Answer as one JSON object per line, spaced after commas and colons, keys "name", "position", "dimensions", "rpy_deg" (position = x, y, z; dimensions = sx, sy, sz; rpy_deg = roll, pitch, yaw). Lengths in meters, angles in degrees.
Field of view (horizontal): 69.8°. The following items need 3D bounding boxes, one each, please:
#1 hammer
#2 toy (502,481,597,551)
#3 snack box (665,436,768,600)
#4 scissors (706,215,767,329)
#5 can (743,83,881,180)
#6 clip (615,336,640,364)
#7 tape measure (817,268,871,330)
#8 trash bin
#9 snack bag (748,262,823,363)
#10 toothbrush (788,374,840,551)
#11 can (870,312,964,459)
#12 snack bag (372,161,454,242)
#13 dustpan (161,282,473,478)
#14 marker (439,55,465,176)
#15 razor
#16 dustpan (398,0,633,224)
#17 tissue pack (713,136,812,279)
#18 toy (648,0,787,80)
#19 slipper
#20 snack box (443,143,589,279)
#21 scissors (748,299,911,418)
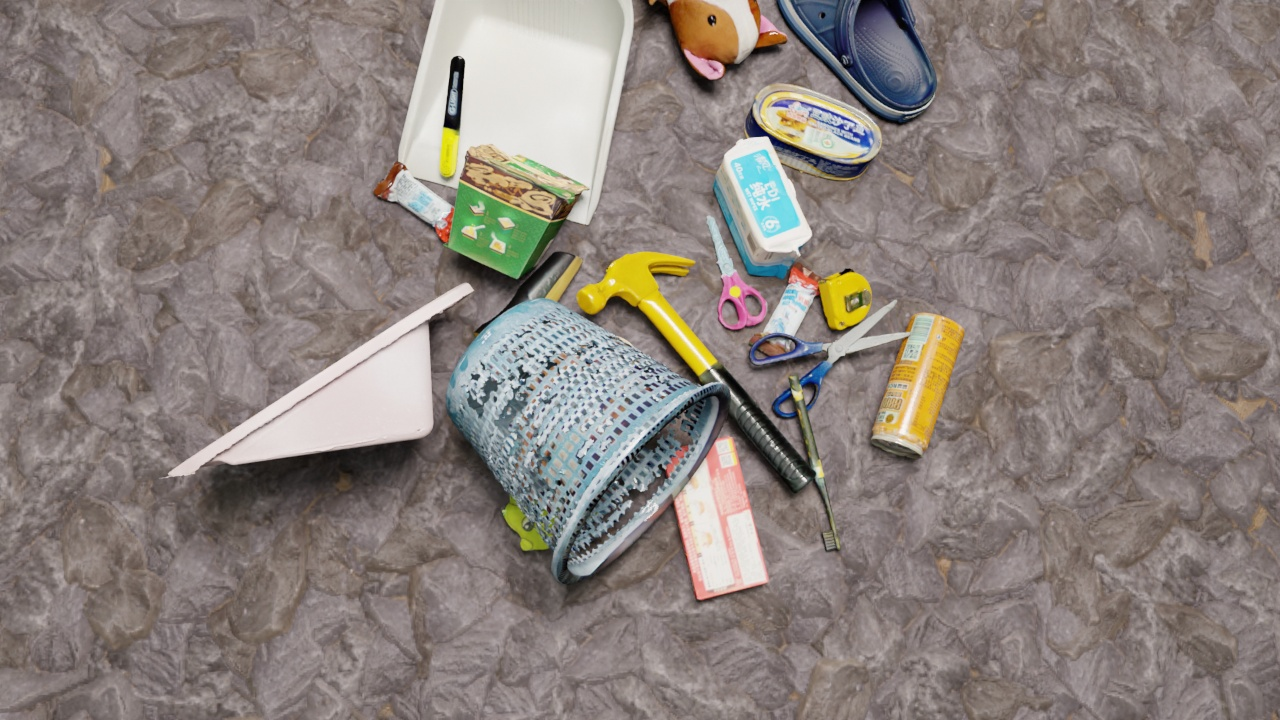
{"name": "hammer", "position": [0.072, 0.010, 0.941], "dimensions": [0.128, 0.033, 0.300], "rpy_deg": [-37, 84, -29]}
{"name": "toy", "position": [-0.089, 0.141, 0.923], "dimensions": [0.100, 0.031, 0.096], "rpy_deg": [-1, 75, -8]}
{"name": "snack box", "position": [0.075, 0.159, 0.934], "dimensions": [0.075, 0.025, 0.152], "rpy_deg": [-13, 80, -5]}
{"name": "scissors", "position": [0.095, -0.097, 0.991], "dimensions": [0.054, 0.017, 0.133], "rpy_deg": [-20, 77, 9]}
{"name": "can", "position": [0.189, -0.251, 1.010], "dimensions": [0.148, 0.049, 0.074], "rpy_deg": [21, 78, 0]}
{"name": "clip", "position": [-0.006, 0.000, 0.955], "dimensions": [0.102, 0.035, 0.094], "rpy_deg": [-5, 81, -10]}
{"name": "tape measure", "position": [0.221, -0.066, 0.975], "dimensions": [0.057, 0.029, 0.060], "rpy_deg": [-23, 109, -24]}
{"name": "trash bin", "position": [-0.061, 0.055, 0.841], "dimensions": [0.195, 0.227, 0.226], "rpy_deg": [40, 78, 20]}
{"name": "snack bag", "position": [0.160, -0.051, 0.981], "dimensions": [0.048, 0.026, 0.104], "rpy_deg": [32, 78, 7]}
{"name": "toothbrush", "position": [0.177, 0.106, 0.946], "dimensions": [0.017, 0.012, 0.186], "rpy_deg": [-14, 88, 4]}
{"name": "can", "position": [0.290, 0.025, 0.959], "dimensions": [0.058, 0.058, 0.146], "rpy_deg": [22, 78, 0]}
{"name": "snack bag", "position": [-0.232, -0.168, 0.975], "dimensions": [0.105, 0.026, 0.045], "rpy_deg": [35, 88, 4]}
{"name": "dustpan", "position": [-0.284, 0.010, 0.847], "dimensions": [0.273, 0.223, 0.139], "rpy_deg": [-7, 92, -18]}
{"name": "marker", "position": [-0.197, -0.255, 0.961], "dimensions": [0.018, 0.015, 0.124], "rpy_deg": [9, 105, -2]}
{"name": "razor", "position": [-0.116, -0.047, 0.952], "dimensions": [0.067, 0.062, 0.167], "rpy_deg": [44, 71, -26]}
{"name": "dustpan", "position": [-0.122, -0.311, 0.954], "dimensions": [0.222, 0.143, 0.257], "rpy_deg": [15, 77, -1]}
{"name": "tissue pack", "position": [0.128, -0.159, 0.967], "dimensions": [0.063, 0.090, 0.140], "rpy_deg": [-21, 81, -8]}
{"name": "toy", "position": [0.067, -0.408, 1.002], "dimensions": [0.140, 0.131, 0.199], "rpy_deg": [-32, 92, -15]}
{"name": "slipper", "position": [0.241, -0.382, 1.019], "dimensions": [0.105, 0.095, 0.253], "rpy_deg": [-31, 86, -12]}
{"name": "snack box", "position": [-0.129, -0.148, 0.934], "dimensions": [0.117, 0.118, 0.106], "rpy_deg": [25, 107, 1]}
{"name": "scissors", "position": [0.196, 0.000, 0.959], "dimensions": [0.166, 0.012, 0.155], "rpy_deg": [10, 97, 0]}
